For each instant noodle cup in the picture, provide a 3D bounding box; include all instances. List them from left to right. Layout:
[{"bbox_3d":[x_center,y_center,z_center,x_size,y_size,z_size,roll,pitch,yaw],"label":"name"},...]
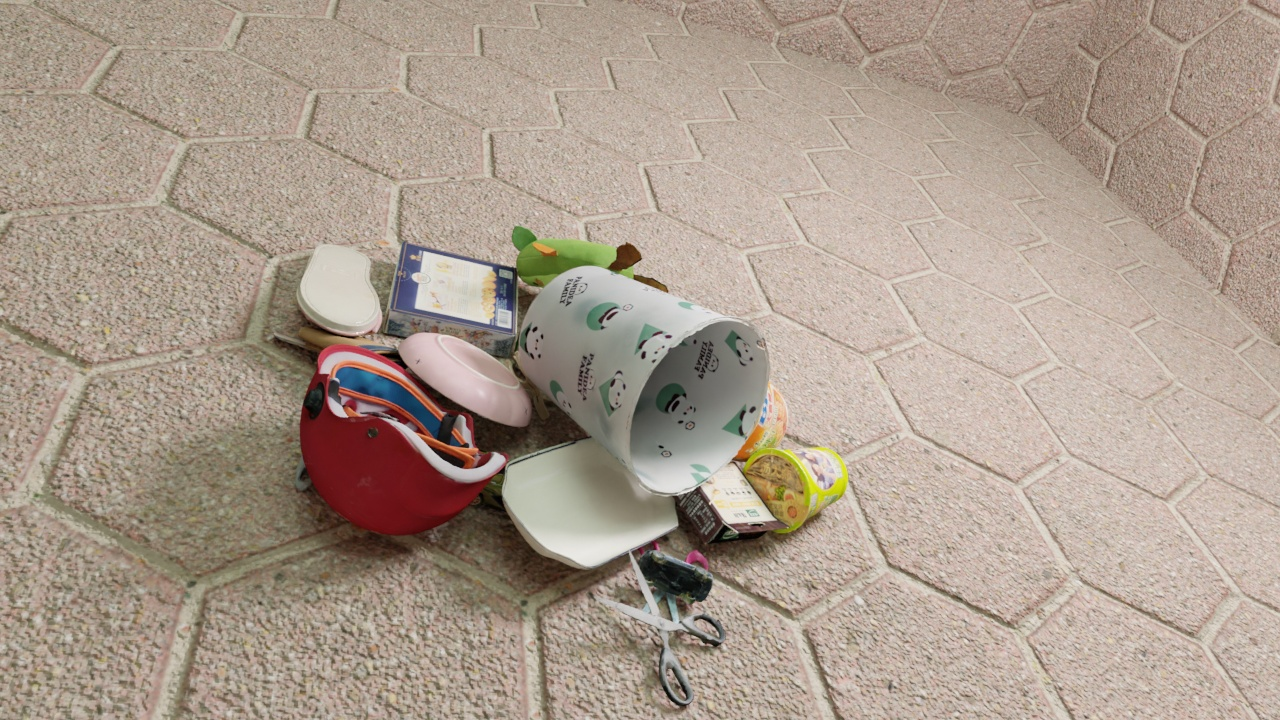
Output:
[{"bbox_3d":[0.125,0.071,1.260,0.111,0.151,0.151,27,22,-51],"label":"instant noodle cup"},{"bbox_3d":[0.216,0.166,1.239,0.123,0.112,0.111,-6,44,-45],"label":"instant noodle cup"}]

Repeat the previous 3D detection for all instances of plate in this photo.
[{"bbox_3d":[-0.215,0.016,1.172,0.192,0.039,0.192,33,8,-5],"label":"plate"},{"bbox_3d":[-0.060,0.170,1.093,0.162,0.034,0.265,47,30,19],"label":"plate"}]

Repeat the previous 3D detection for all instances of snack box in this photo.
[{"bbox_3d":[-0.274,-0.092,1.350,0.182,0.046,0.177,12,37,-15],"label":"snack box"},{"bbox_3d":[0.110,0.185,1.170,0.113,0.053,0.125,6,39,-45],"label":"snack box"}]

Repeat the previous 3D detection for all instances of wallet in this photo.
[{"bbox_3d":[-0.365,-0.015,1.170,0.115,0.033,0.090,20,6,22],"label":"wallet"}]

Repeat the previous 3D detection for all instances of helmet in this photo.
[{"bbox_3d":[-0.284,0.098,1.008,0.240,0.144,0.206,38,9,36],"label":"helmet"}]

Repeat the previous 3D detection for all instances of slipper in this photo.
[{"bbox_3d":[-0.413,-0.090,1.257,0.114,0.054,0.274,11,23,-24],"label":"slipper"}]

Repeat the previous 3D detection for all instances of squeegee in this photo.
[{"bbox_3d":[-0.365,0.060,1.111,0.247,0.040,0.249,18,36,-8],"label":"squeegee"}]

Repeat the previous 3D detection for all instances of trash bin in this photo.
[{"bbox_3d":[-0.007,0.007,1.143,0.229,0.230,0.252,-12,32,-39],"label":"trash bin"}]

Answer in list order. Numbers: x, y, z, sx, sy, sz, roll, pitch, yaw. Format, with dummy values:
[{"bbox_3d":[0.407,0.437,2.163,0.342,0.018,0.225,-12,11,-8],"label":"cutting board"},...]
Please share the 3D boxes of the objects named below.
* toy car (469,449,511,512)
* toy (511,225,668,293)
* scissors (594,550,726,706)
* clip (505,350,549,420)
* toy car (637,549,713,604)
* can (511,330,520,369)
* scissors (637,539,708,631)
[{"bbox_3d":[-0.145,0.155,1.106,0.158,0.042,0.070,21,36,-7],"label":"toy car"},{"bbox_3d":[-0.086,-0.136,1.375,0.247,0.090,0.227,10,-13,30],"label":"toy"},{"bbox_3d":[0.027,0.288,1.008,0.159,0.014,0.178,0,58,-44],"label":"scissors"},{"bbox_3d":[-0.144,0.032,1.254,0.100,0.035,0.070,54,39,-1],"label":"clip"},{"bbox_3d":[0.039,0.248,1.062,0.090,0.043,0.034,21,17,-5],"label":"toy car"},{"bbox_3d":[-0.107,-0.001,1.312,0.146,0.058,0.058,14,36,-13],"label":"can"},{"bbox_3d":[0.026,0.258,1.087,0.118,0.017,0.133,36,41,15],"label":"scissors"}]
